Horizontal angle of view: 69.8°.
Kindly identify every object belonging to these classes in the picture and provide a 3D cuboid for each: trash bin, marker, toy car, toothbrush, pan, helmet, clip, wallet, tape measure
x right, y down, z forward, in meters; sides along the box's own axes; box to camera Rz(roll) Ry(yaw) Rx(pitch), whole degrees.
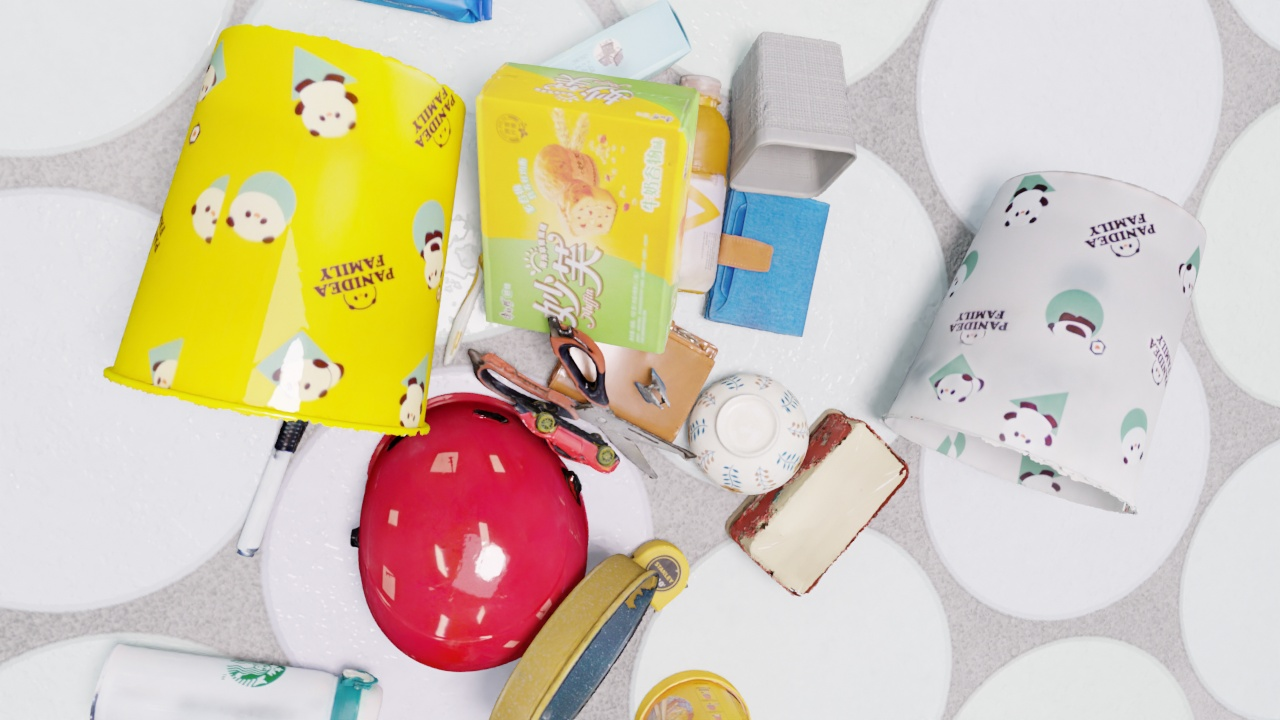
[{"bbox_3d":[-0.246,-0.090,0.689,0.229,0.230,0.255,13,88,-14],"label":"trash bin"},{"bbox_3d":[-0.319,0.108,0.795,0.022,0.018,0.131,19,92,-24],"label":"marker"},{"bbox_3d":[-0.067,0.066,0.799,0.106,0.049,0.031,33,90,-19],"label":"toy car"},{"bbox_3d":[-0.142,-0.085,0.812,0.018,0.016,0.191,21,92,-4],"label":"toothbrush"},{"bbox_3d":[-0.072,0.330,0.814,0.078,0.197,0.358,33,114,17],"label":"pan"},{"bbox_3d":[0.376,-0.018,0.839,0.229,0.230,0.251,24,86,-15],"label":"trash bin"},{"bbox_3d":[-0.143,0.154,0.779,0.207,0.144,0.240,-13,98,-9],"label":"helmet"},{"bbox_3d":[0.013,0.029,0.810,0.045,0.058,0.027,-32,110,-3],"label":"clip"},{"bbox_3d":[0.118,-0.094,0.860,0.106,0.040,0.133,10,93,-18],"label":"wallet"},{"bbox_3d":[0.017,0.201,0.876,0.057,0.029,0.060,-39,103,-5],"label":"tape measure"},{"bbox_3d":[-0.005,0.005,0.846,0.131,0.031,0.108,27,92,-16],"label":"wallet"}]

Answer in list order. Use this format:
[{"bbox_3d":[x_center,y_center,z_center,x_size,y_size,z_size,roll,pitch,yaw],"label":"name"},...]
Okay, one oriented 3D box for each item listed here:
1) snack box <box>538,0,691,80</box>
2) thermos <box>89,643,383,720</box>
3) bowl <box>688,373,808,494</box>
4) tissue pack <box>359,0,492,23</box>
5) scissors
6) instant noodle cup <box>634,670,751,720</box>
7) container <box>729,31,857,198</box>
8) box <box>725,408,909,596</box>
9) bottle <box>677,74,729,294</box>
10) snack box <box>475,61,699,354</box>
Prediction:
[{"bbox_3d":[-0.047,-0.241,0.784,0.174,0.074,0.051,-31,102,-8],"label":"snack box"},{"bbox_3d":[-0.338,0.290,0.788,0.224,0.073,0.073,13,94,-14],"label":"thermos"},{"bbox_3d":[0.099,0.063,0.839,0.113,0.062,0.113,-1,77,6],"label":"bowl"},{"bbox_3d":[-0.195,-0.335,0.750,0.157,0.052,0.095,7,93,-14],"label":"tissue pack"},{"bbox_3d":[-0.051,0.037,0.814,0.189,0.015,0.227,3,138,18],"label":"scissors"},{"bbox_3d":[0.063,0.372,0.864,0.118,0.114,0.118,-2,98,-13],"label":"instant noodle cup"},{"bbox_3d":[0.129,-0.217,0.808,0.090,0.090,0.114,3,74,-15],"label":"container"},{"bbox_3d":[0.170,0.135,0.877,0.091,0.080,0.168,43,86,-15],"label":"box"},{"bbox_3d":[0.043,-0.155,0.818,0.068,0.068,0.189,5,95,-13],"label":"bottle"},{"bbox_3d":[-0.043,-0.116,0.729,0.158,0.069,0.210,10,129,6],"label":"snack box"}]
